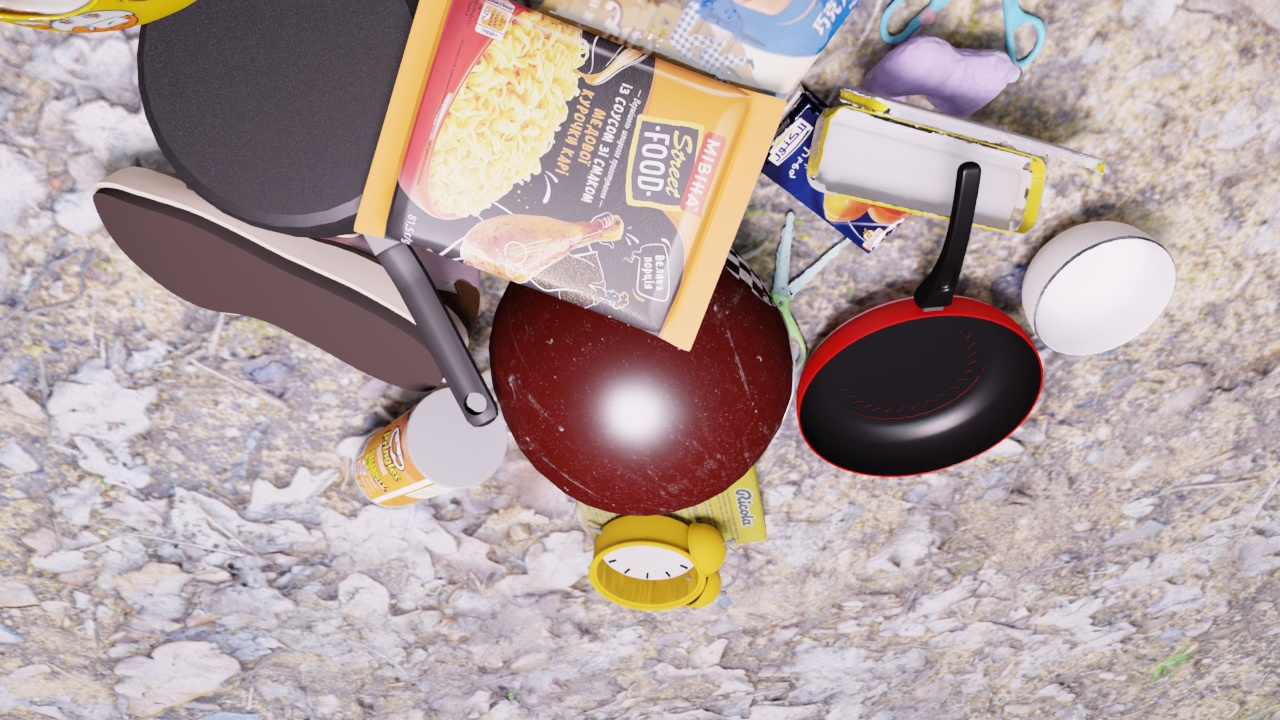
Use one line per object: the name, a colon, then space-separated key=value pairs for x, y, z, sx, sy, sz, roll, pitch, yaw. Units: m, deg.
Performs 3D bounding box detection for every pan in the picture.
pan: x=0.235 y=-0.024 z=0.755 sx=0.209 sy=0.067 sz=0.357 roll=-5 pitch=135 yaw=2
pan: x=-0.184 y=-0.113 z=0.591 sx=0.204 sy=0.044 sz=0.355 roll=-26 pitch=97 yaw=6

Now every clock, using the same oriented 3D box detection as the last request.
clock: x=0.022 y=0.199 z=0.902 sx=0.152 sy=0.051 sz=0.114 roll=4 pitch=133 yaw=2

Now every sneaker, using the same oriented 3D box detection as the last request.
sneaker: x=-0.253 y=-0.090 z=0.691 sx=0.294 sy=0.116 sz=0.112 roll=22 pitch=143 yaw=3

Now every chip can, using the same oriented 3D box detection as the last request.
chip can: x=-0.180 y=0.078 z=0.760 sx=0.075 sy=0.075 sz=0.216 roll=24 pitch=158 yaw=-21

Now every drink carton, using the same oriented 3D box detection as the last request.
drink carton: x=0.146 y=-0.143 z=0.692 sx=0.130 sy=0.040 sz=0.064 roll=31 pitch=120 yaw=-25

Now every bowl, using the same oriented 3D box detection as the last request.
bowl: x=0.364 y=-0.065 z=0.749 sx=0.113 sy=0.063 sz=0.114 roll=-3 pitch=127 yaw=-5

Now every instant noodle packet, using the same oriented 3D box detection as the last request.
instant noodle packet: x=-0.045 y=-0.117 z=0.550 sx=0.221 sy=0.032 sz=0.160 roll=20 pitch=104 yaw=-3

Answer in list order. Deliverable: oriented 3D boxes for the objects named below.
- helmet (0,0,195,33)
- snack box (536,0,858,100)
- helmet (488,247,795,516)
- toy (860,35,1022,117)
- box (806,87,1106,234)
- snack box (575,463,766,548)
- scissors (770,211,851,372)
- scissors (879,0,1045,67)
helmet: x=-0.283 y=-0.277 z=0.488 sx=0.240 sy=0.139 sz=0.209 roll=-15 pitch=92 yaw=3
snack box: x=0.026 y=-0.210 z=0.570 sx=0.155 sy=0.069 sz=0.203 roll=34 pitch=109 yaw=-10
helmet: x=-0.005 y=0.004 z=0.707 sx=0.234 sy=0.253 sz=0.234 roll=-35 pitch=114 yaw=12
toy: x=0.208 y=-0.198 z=0.648 sx=0.099 sy=0.036 sz=0.080 roll=6 pitch=162 yaw=-25
box: x=0.222 y=-0.134 z=0.656 sx=0.209 sy=0.079 sz=0.080 roll=8 pitch=114 yaw=-24
snack box: x=0.029 y=0.140 z=0.913 sx=0.181 sy=0.045 sz=0.121 roll=-10 pitch=131 yaw=9
scissors: x=0.124 y=-0.049 z=0.787 sx=0.138 sy=0.028 sz=0.171 roll=31 pitch=125 yaw=-22
scissors: x=0.238 y=-0.248 z=0.631 sx=0.135 sy=0.015 sz=0.135 roll=-32 pitch=125 yaw=28
